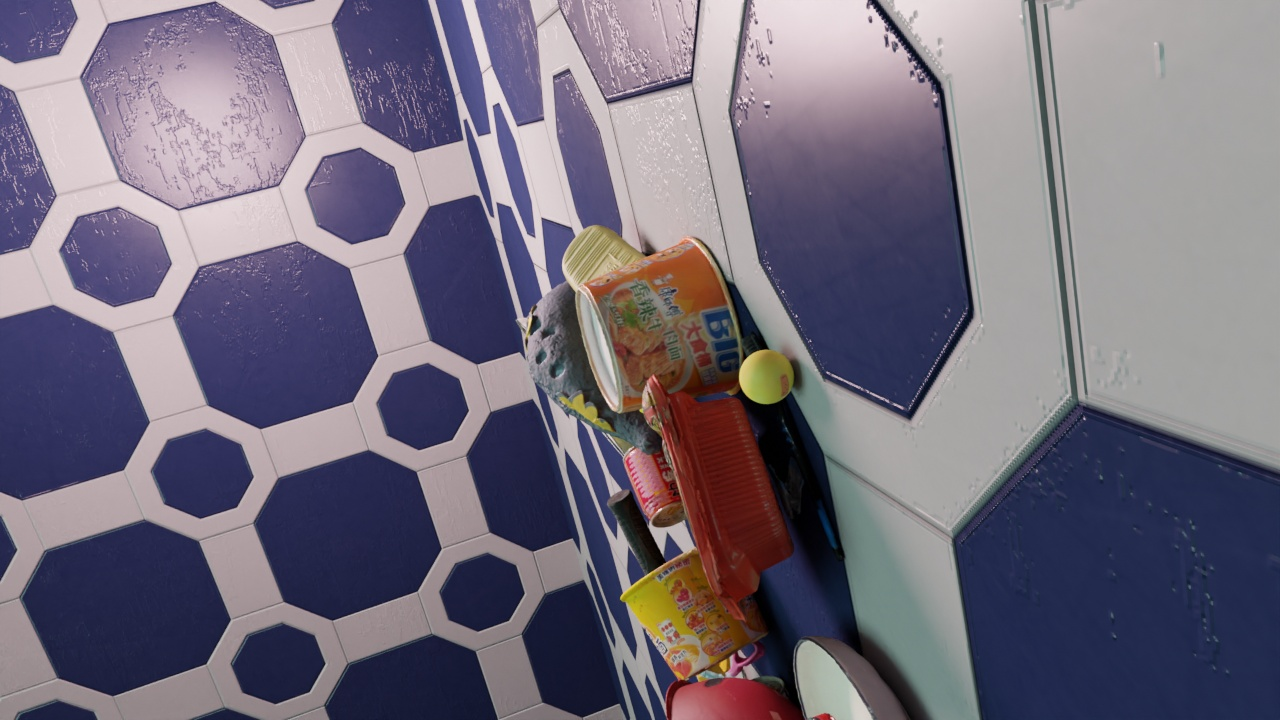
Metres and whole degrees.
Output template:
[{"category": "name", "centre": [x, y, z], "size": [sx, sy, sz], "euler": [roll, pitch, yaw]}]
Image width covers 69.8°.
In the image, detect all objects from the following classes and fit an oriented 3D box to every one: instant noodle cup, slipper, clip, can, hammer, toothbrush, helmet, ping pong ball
[{"category": "instant noodle cup", "centre": [0.063, 0.268, 0.977], "size": [0.109, 0.138, 0.138], "euler": [60, 165, 20]}, {"category": "slipper", "centre": [-0.012, -0.074, 0.982], "size": [0.081, 0.092, 0.190], "euler": [26, -161, -48]}, {"category": "clip", "centre": [0.121, 0.106, 0.743], "size": [0.026, 0.043, 0.058], "euler": [-123, 16, -50]}, {"category": "can", "centre": [0.144, 0.407, 0.974], "size": [0.053, 0.053, 0.133], "euler": [-157, 51, -75]}, {"category": "hammer", "centre": [0.038, 0.287, 1.097], "size": [0.301, 0.033, 0.128], "euler": [64, -157, -15]}, {"category": "toothbrush", "centre": [0.117, 0.066, 0.711], "size": [0.014, 0.016, 0.189], "euler": [93, 157, -79]}, {"category": "helmet", "centre": [0.120, 0.393, 0.838], "size": [0.207, 0.144, 0.239], "euler": [44, -153, -46]}, {"category": "can", "centre": [0.024, 0.150, 1.125], "size": [0.067, 0.066, 0.093], "euler": [90, 159, -56]}, {"category": "instant noodle cup", "centre": [0.069, 0.109, 0.753], "size": [0.164, 0.079, 0.188], "euler": [59, -166, -64]}, {"category": "ping pong ball", "centre": [0.093, 0.012, 0.679], "size": [0.040, 0.040, 0.040], "euler": [162, 91, -78]}, {"category": "instant noodle cup", "centre": [0.012, -0.025, 0.824], "size": [0.151, 0.111, 0.151], "euler": [162, 91, -78]}]

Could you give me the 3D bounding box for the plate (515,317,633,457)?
[{"category": "plate", "centre": [-0.074, 0.039, 1.238], "size": [0.265, 0.034, 0.162], "euler": [49, 173, 21]}]

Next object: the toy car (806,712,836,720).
[{"category": "toy car", "centre": [0.146, 0.312, 0.689], "size": [0.049, 0.031, 0.106], "euler": [-124, 23, -56]}]

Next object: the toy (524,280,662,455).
[{"category": "toy", "centre": [-0.066, -0.022, 1.076], "size": [0.091, 0.138, 0.355], "euler": [80, 178, -47]}]

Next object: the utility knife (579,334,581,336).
[{"category": "utility knife", "centre": [-0.006, 0.006, 0.971], "size": [0.031, 0.020, 0.190], "euler": [36, 178, 37]}]

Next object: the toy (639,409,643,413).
[{"category": "toy", "centre": [0.014, 0.053, 1.094], "size": [0.097, 0.031, 0.100], "euler": [79, -176, -51]}]

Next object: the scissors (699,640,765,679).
[{"category": "scissors", "centre": [0.102, 0.357, 1.031], "size": [0.133, 0.017, 0.130], "euler": [14, 109, 26]}]

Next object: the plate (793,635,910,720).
[{"category": "plate", "centre": [0.178, 0.300, 0.704], "size": [0.192, 0.039, 0.192], "euler": [162, 91, -78]}]
